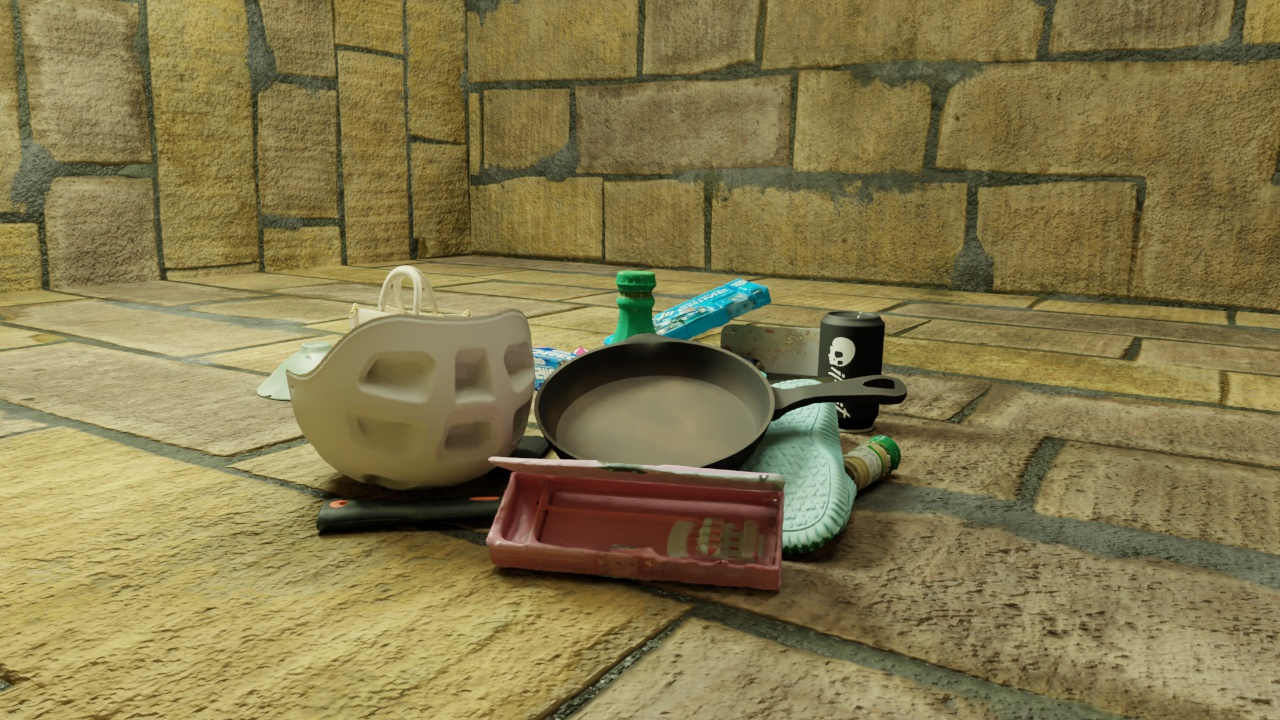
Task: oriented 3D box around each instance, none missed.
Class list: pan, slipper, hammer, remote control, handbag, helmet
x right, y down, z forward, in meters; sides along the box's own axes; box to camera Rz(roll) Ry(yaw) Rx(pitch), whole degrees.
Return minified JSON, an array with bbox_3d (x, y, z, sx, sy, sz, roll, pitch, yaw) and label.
[{"bbox_3d":[0.078,0.050,0.887,0.356,0.043,0.248,-3,31,-1],"label":"pan"},{"bbox_3d":[0.146,0.106,0.882,0.116,0.069,0.275,-6,27,15],"label":"slipper"},{"bbox_3d":[-0.119,0.134,0.830,0.333,0.033,0.133,-1,12,-6],"label":"hammer"},{"bbox_3d":[-0.132,0.102,1.010,0.045,0.021,0.140,4,10,7],"label":"remote control"},{"bbox_3d":[-0.287,-0.019,1.154,0.195,0.198,0.101,8,13,33],"label":"handbag"},{"bbox_3d":[-0.231,0.034,0.918,0.223,0.184,0.283,2,4,-42],"label":"helmet"}]

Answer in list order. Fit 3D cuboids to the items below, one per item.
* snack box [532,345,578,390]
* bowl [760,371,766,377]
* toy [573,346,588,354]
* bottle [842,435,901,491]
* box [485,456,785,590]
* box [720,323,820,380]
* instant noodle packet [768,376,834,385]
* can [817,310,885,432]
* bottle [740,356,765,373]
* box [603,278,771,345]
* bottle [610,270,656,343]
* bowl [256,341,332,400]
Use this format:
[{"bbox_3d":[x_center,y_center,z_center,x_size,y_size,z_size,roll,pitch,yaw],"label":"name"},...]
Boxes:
[{"bbox_3d":[-0.099,0.023,1.331,0.059,0.059,0.227,-14,18,-40],"label":"snack box"},{"bbox_3d":[0.113,0.041,1.281,0.121,0.046,0.121,1,11,0],"label":"bowl"},{"bbox_3d":[-0.094,0.005,1.437,0.065,0.050,0.102,-25,6,-9],"label":"toy"},{"bbox_3d":[0.232,0.110,0.955,0.043,0.043,0.109,9,15,37],"label":"bottle"},{"bbox_3d":[-0.003,0.107,0.721,0.233,0.099,0.099,4,38,10],"label":"box"},{"bbox_3d":[0.235,0.005,1.419,0.216,0.094,0.107,4,-14,19],"label":"box"},{"bbox_3d":[0.095,0.047,1.116,0.269,0.057,0.147,0,-25,8],"label":"instant noodle packet"},{"bbox_3d":[0.268,0.013,1.176,0.080,0.146,0.080,1,11,0],"label":"can"},{"bbox_3d":[0.107,0.016,1.384,0.161,0.056,0.056,8,13,32],"label":"bottle"},{"bbox_3d":[0.059,-0.055,1.397,0.243,0.063,0.174,-25,-1,-16],"label":"box"},{"bbox_3d":[-0.006,0.006,1.020,0.068,0.210,0.068,1,11,0],"label":"bottle"},{"bbox_3d":[-0.473,0.008,1.346,0.174,0.068,0.174,0,13,0],"label":"bowl"}]
